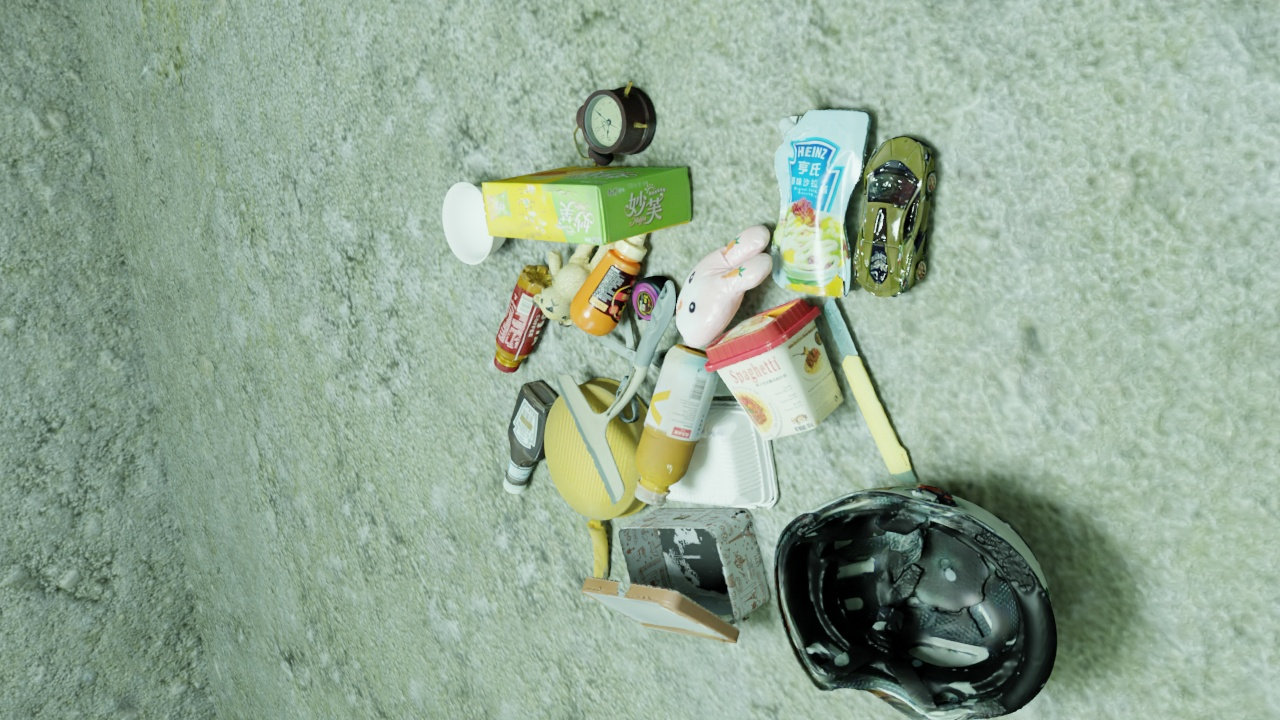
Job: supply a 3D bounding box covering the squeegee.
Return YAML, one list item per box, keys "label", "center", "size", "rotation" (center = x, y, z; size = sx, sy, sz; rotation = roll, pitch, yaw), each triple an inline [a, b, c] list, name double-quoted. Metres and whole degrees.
- label: "squeegee"
  center: [-0.007, 0.007, 1.139]
  size: [0.247, 0.039, 0.246]
  rotation: [-61, 36, 25]

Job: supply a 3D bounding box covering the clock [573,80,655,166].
- label: "clock"
  center: [-0.037, -0.288, 1.127]
  size: [0.122, 0.055, 0.082]
  rotation: [-20, 89, 43]

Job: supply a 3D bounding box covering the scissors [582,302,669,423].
- label: "scissors"
  center: [-0.008, -0.007, 1.196]
  size: [0.160, 0.014, 0.179]
  rotation: [-8, 82, 29]

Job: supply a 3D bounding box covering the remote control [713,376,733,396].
- label: "remote control"
  center: [0.087, 0.020, 1.114]
  size: [0.125, 0.024, 0.049]
  rotation: [-6, 100, 32]

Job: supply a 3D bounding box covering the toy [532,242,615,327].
- label: "toy"
  center: [-0.083, -0.114, 1.220]
  size: [0.105, 0.066, 0.158]
  rotation: [38, 117, 1]

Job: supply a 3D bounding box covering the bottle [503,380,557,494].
- label: "bottle"
  center: [-0.171, 0.124, 1.398]
  size: [0.080, 0.043, 0.195]
  rotation: [45, 131, 31]

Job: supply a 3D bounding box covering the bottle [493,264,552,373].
- label: "bottle"
  center: [-0.170, -0.056, 1.329]
  size: [0.057, 0.057, 0.175]
  rotation: [47, 130, 24]

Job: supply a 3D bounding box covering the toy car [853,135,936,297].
- label: "toy car"
  center: [0.249, -0.141, 0.908]
  size: [0.070, 0.042, 0.158]
  rotation: [16, 111, 40]

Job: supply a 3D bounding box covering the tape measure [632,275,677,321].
- label: "tape measure"
  center: [0.019, -0.078, 1.152]
  size: [0.058, 0.039, 0.057]
  rotation: [-2, 102, 50]

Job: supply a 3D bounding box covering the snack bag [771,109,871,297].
- label: "snack bag"
  center: [0.184, -0.166, 0.965]
  size: [0.110, 0.038, 0.191]
  rotation: [22, 117, 51]

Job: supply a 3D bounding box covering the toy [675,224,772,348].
- label: "toy"
  center: [0.092, -0.086, 1.044]
  size: [0.160, 0.054, 0.121]
  rotation: [-46, 30, 37]

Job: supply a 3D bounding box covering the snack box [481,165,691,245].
- label: "snack box"
  center: [-0.066, -0.192, 1.113]
  size: [0.210, 0.157, 0.070]
  rotation: [11, 114, 42]

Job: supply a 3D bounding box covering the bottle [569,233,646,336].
- label: "bottle"
  center: [-0.034, -0.105, 1.173]
  size: [0.067, 0.066, 0.150]
  rotation: [41, 111, 28]

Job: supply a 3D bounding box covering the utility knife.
- label: "utility knife"
  center: [0.241, 0.034, 0.984]
  size: [0.031, 0.022, 0.216]
  rotation: [-26, 91, 45]

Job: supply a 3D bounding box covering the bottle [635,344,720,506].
- label: "bottle"
  center: [0.039, 0.077, 1.079]
  size: [0.068, 0.068, 0.189]
  rotation: [23, 99, 38]

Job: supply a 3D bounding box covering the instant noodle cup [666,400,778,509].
- label: "instant noodle cup"
  center: [0.079, 0.122, 1.142]
  size: [0.174, 0.060, 0.138]
  rotation: [-2, 102, 46]

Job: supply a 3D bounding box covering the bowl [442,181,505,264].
- label: "bowl"
  center: [-0.227, -0.202, 1.333]
  size: [0.118, 0.064, 0.118]
  rotation: [16, 113, 41]

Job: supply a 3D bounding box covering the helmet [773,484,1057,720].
- label: "helmet"
  center: [0.278, 0.224, 0.913]
  size: [0.275, 0.156, 0.230]
  rotation: [-5, 98, 34]

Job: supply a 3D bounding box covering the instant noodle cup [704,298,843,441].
- label: "instant noodle cup"
  center: [0.152, 0.013, 1.007]
  size: [0.117, 0.116, 0.124]
  rotation: [-20, 101, 46]

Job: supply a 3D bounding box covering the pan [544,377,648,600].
- label: "pan"
  center: [-0.058, 0.197, 1.310]
  size: [0.198, 0.078, 0.358]
  rotation: [25, 112, 38]

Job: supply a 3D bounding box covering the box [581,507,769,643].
- label: "box"
  center: [0.034, 0.284, 1.154]
  size: [0.183, 0.173, 0.152]
  rotation: [-10, 94, 45]
